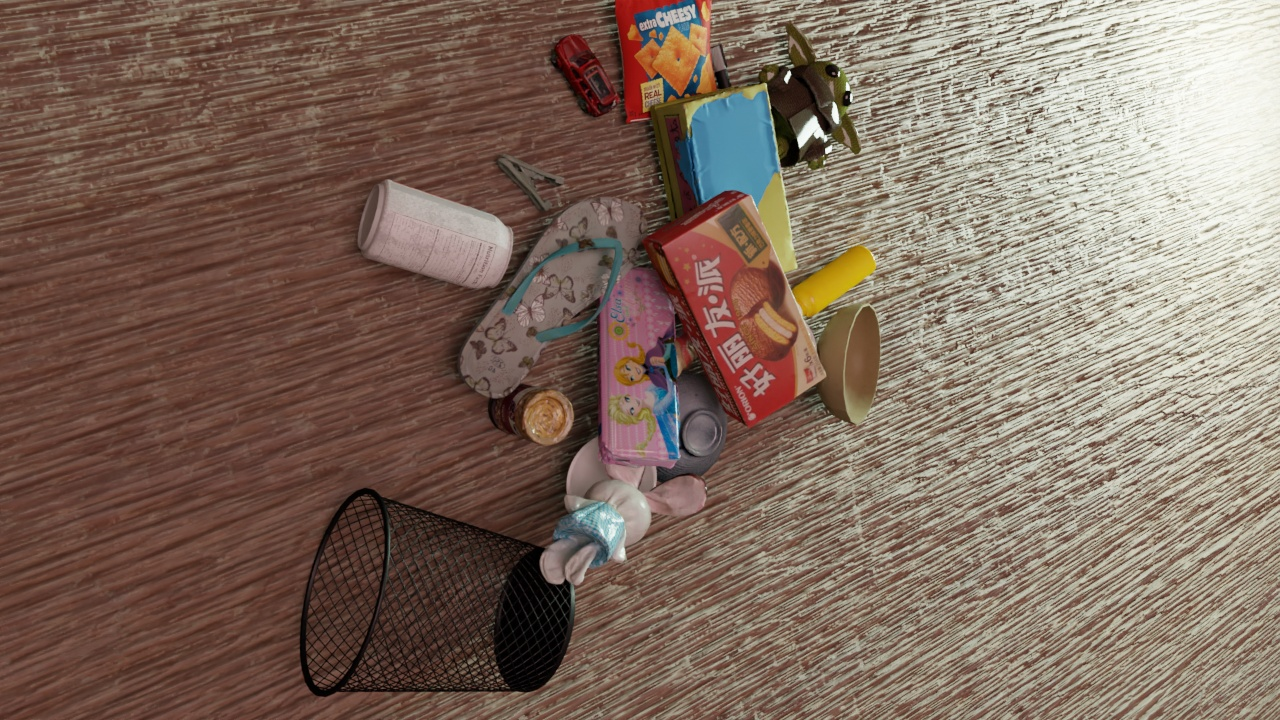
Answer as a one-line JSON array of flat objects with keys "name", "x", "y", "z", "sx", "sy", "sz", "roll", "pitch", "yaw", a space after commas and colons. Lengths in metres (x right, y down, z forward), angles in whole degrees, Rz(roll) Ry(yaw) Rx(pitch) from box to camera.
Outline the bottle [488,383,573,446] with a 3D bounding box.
[{"name": "bottle", "x": -0.114, "y": 0.054, "z": 0.948, "sx": 0.056, "sy": 0.105, "sz": 0.056, "roll": -2, "pitch": 94, "yaw": -28}]

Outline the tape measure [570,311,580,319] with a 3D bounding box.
[{"name": "tape measure", "x": -0.101, "y": -0.070, "z": 0.986, "sx": 0.065, "sy": 0.037, "sz": 0.064, "roll": -21, "pitch": 104, "yaw": -28}]

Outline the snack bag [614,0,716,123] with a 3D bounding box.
[{"name": "snack bag", "x": 0.031, "y": -0.349, "z": 1.035, "sx": 0.130, "sy": 0.039, "sz": 0.144, "roll": -15, "pitch": 109, "yaw": -27}]

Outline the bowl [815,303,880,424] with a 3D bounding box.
[{"name": "bowl", "x": 0.257, "y": 0.002, "z": 1.158, "sx": 0.152, "sy": 0.050, "sz": 0.152, "roll": -16, "pitch": 108, "yaw": -58}]

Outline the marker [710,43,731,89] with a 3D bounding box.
[{"name": "marker", "x": 0.108, "y": -0.305, "z": 1.095, "sx": 0.016, "sy": 0.016, "sz": 0.140, "roll": -25, "pitch": 105, "yaw": -25}]

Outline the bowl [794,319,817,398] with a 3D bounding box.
[{"name": "bowl", "x": 0.151, "y": -0.007, "z": 1.113, "sx": 0.113, "sy": 0.063, "sz": 0.113, "roll": -2, "pitch": 95, "yaw": -28}]

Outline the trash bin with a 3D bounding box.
[{"name": "trash bin", "x": -0.189, "y": 0.236, "z": 0.887, "sx": 0.210, "sy": 0.184, "sz": 0.184, "roll": 20, "pitch": 84, "yaw": -34}]

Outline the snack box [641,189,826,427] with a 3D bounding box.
[{"name": "snack box", "x": 0.105, "y": -0.055, "z": 1.003, "sx": 0.113, "sy": 0.060, "sz": 0.236, "roll": -31, "pitch": 112, "yaw": -10}]

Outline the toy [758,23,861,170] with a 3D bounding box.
[{"name": "toy", "x": 0.194, "y": -0.301, "z": 1.106, "sx": 0.152, "sy": 0.078, "sz": 0.179, "roll": -41, "pitch": 109, "yaw": -22}]

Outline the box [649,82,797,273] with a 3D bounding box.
[{"name": "box", "x": 0.097, "y": -0.196, "z": 1.051, "sx": 0.124, "sy": 0.081, "sz": 0.221, "roll": -23, "pitch": 108, "yaw": -24}]

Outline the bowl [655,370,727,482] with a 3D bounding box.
[{"name": "bowl", "x": 0.059, "y": 0.082, "z": 1.072, "sx": 0.137, "sy": 0.057, "sz": 0.137, "roll": -2, "pitch": 94, "yaw": -28}]

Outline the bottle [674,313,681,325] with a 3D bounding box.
[{"name": "bottle", "x": 0.084, "y": -0.059, "z": 1.050, "sx": 0.113, "sy": 0.030, "sz": 0.030, "roll": -16, "pitch": 101, "yaw": -12}]

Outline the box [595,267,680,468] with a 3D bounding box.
[{"name": "box", "x": -0.006, "y": 0.006, "z": 0.990, "sx": 0.084, "sy": 0.053, "sz": 0.230, "roll": 5, "pitch": 62, "yaw": -13}]

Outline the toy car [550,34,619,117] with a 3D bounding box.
[{"name": "toy car", "x": -0.059, "y": -0.310, "z": 0.996, "sx": 0.042, "sy": 0.036, "sz": 0.091, "roll": -40, "pitch": 105, "yaw": -20}]

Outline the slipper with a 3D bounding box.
[{"name": "slipper", "x": -0.085, "y": -0.075, "z": 0.942, "sx": 0.268, "sy": 0.055, "sz": 0.098, "roll": -48, "pitch": 113, "yaw": -17}]

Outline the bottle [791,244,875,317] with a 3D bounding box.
[{"name": "bottle", "x": 0.235, "y": -0.094, "z": 1.163, "sx": 0.143, "sy": 0.043, "sz": 0.043, "roll": -34, "pitch": 109, "yaw": -22}]

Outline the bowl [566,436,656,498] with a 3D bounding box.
[{"name": "bowl", "x": -0.040, "y": 0.132, "z": 1.031, "sx": 0.109, "sy": 0.041, "sz": 0.110, "roll": -3, "pitch": 96, "yaw": -27}]

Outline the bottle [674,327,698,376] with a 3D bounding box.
[{"name": "bottle", "x": 0.065, "y": -0.027, "z": 1.076, "sx": 0.109, "sy": 0.044, "sz": 0.044, "roll": -41, "pitch": 111, "yaw": -18}]

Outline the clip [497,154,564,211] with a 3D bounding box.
[{"name": "clip", "x": -0.120, "y": -0.195, "z": 0.976, "sx": 0.076, "sy": 0.023, "sz": 0.059, "roll": 33, "pitch": 76, "yaw": -28}]

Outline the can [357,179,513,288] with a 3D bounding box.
[{"name": "can", "x": -0.202, "y": -0.121, "z": 0.905, "sx": 0.136, "sy": 0.078, "sz": 0.078, "roll": 15, "pitch": 86, "yaw": -28}]

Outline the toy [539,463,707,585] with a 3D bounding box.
[{"name": "toy", "x": -0.033, "y": 0.173, "z": 0.948, "sx": 0.131, "sy": 0.106, "sz": 0.204, "roll": 36, "pitch": 41, "yaw": 10}]
